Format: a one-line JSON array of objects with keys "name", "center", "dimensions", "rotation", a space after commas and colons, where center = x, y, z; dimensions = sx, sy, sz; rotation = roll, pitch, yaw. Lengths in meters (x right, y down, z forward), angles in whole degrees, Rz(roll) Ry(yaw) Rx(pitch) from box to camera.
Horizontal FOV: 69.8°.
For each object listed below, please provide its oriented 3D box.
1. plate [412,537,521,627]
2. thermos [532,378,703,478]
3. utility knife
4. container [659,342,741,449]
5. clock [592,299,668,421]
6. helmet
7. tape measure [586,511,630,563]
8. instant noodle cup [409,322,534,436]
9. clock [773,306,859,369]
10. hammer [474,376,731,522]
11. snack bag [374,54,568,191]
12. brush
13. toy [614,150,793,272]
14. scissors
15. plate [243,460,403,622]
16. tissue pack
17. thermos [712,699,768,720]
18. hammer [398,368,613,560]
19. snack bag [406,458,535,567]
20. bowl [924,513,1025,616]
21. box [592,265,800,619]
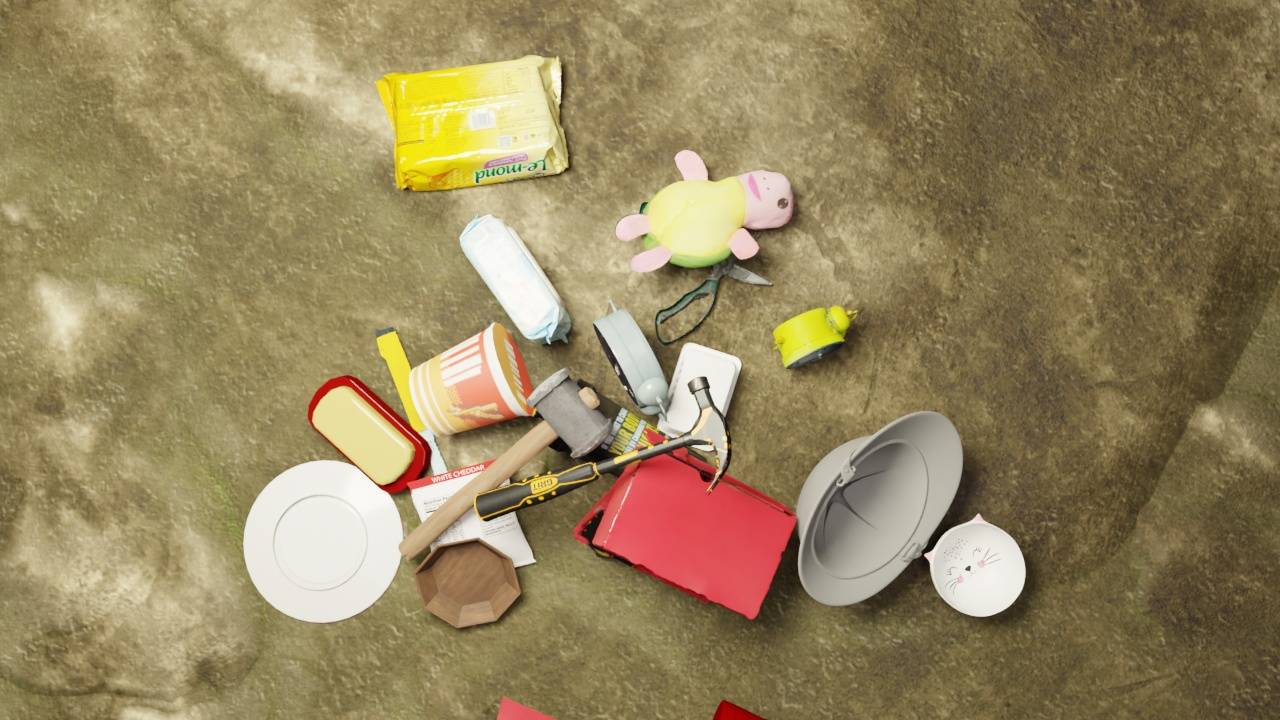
[{"name": "plate", "center": [-0.217, 0.275, 1.158], "dimensions": [0.131, 0.025, 0.131], "rotation": [-1, 111, -4]}, {"name": "thermos", "center": [-0.029, 0.102, 1.158], "dimensions": [0.221, 0.098, 0.098], "rotation": [28, 86, -3]}, {"name": "utility knife", "center": [-0.297, 0.061, 1.202], "dimensions": [0.030, 0.019, 0.224], "rotation": [-23, 83, 4]}, {"name": "container", "center": [0.076, 0.045, 1.181], "dimensions": [0.081, 0.049, 0.129], "rotation": [18, 85, 2]}, {"name": "clock", "center": [-0.007, 0.007, 1.148], "dimensions": [0.045, 0.122, 0.159], "rotation": [-29, 76, -6]}, {"name": "helmet", "center": [0.268, 0.167, 1.140], "dimensions": [0.271, 0.118, 0.183], "rotation": [-48, 117, -9]}, {"name": "tape measure", "center": [-0.038, 0.224, 1.175], "dimensions": [0.061, 0.034, 0.061], "rotation": [8, 84, 3]}, {"name": "instant noodle cup", "center": [-0.214, 0.032, 1.158], "dimensions": [0.121, 0.123, 0.123], "rotation": [-21, 85, 6]}, {"name": "clock", "center": [0.226, -0.032, 1.170], "dimensions": [0.119, 0.083, 0.057], "rotation": [-23, 78, 1]}, {"name": "hammer", "center": [-0.049, 0.125, 1.026], "dimensions": [0.321, 0.036, 0.123], "rotation": [-21, 72, 20]}, {"name": "snack bag", "center": [-0.219, -0.315, 1.209], "dimensions": [0.247, 0.068, 0.159], "rotation": [-8, 86, 1]}, {"name": "brush", "center": [-0.352, 0.095, 1.182], "dimensions": [0.173, 0.042, 0.082], "rotation": [41, 96, 4]}, {"name": "toy", "center": [0.084, -0.183, 1.170], "dimensions": [0.238, 0.088, 0.190], "rotation": [-25, 59, -11]}, {"name": "scissors", "center": [0.066, -0.110, 1.213], "dimensions": [0.202, 0.015, 0.204], "rotation": [25, 85, 5]}, {"name": "plate", "center": [-0.414, 0.235, 1.190], "dimensions": [0.208, 0.015, 0.208], "rotation": [0, 85, 1]}, {"name": "tissue pack", "center": [-0.152, -0.096, 1.167], "dimensions": [0.070, 0.112, 0.182], "rotation": [-36, 86, -1]}, {"name": "thermos", "center": [0.177, 0.502, 1.126], "dimensions": [0.198, 0.083, 0.108], "rotation": [21, 104, 5]}, {"name": "hammer", "center": [-0.177, 0.139, 1.109], "dimensions": [0.329, 0.052, 0.098], "rotation": [-39, 96, 16]}, {"name": "snack bag", "center": [-0.215, 0.208, 1.173], "dimensions": [0.131, 0.039, 0.144], "rotation": [-15, 97, 0]}, {"name": "bowl", "center": [0.417, 0.259, 1.155], "dimensions": [0.115, 0.050, 0.114], "rotation": [0, 85, 1]}, {"name": "box", "center": [0.096, 0.079, 1.183], "dimensions": [0.214, 0.477, 0.172], "rotation": [28, 129, -15]}]
